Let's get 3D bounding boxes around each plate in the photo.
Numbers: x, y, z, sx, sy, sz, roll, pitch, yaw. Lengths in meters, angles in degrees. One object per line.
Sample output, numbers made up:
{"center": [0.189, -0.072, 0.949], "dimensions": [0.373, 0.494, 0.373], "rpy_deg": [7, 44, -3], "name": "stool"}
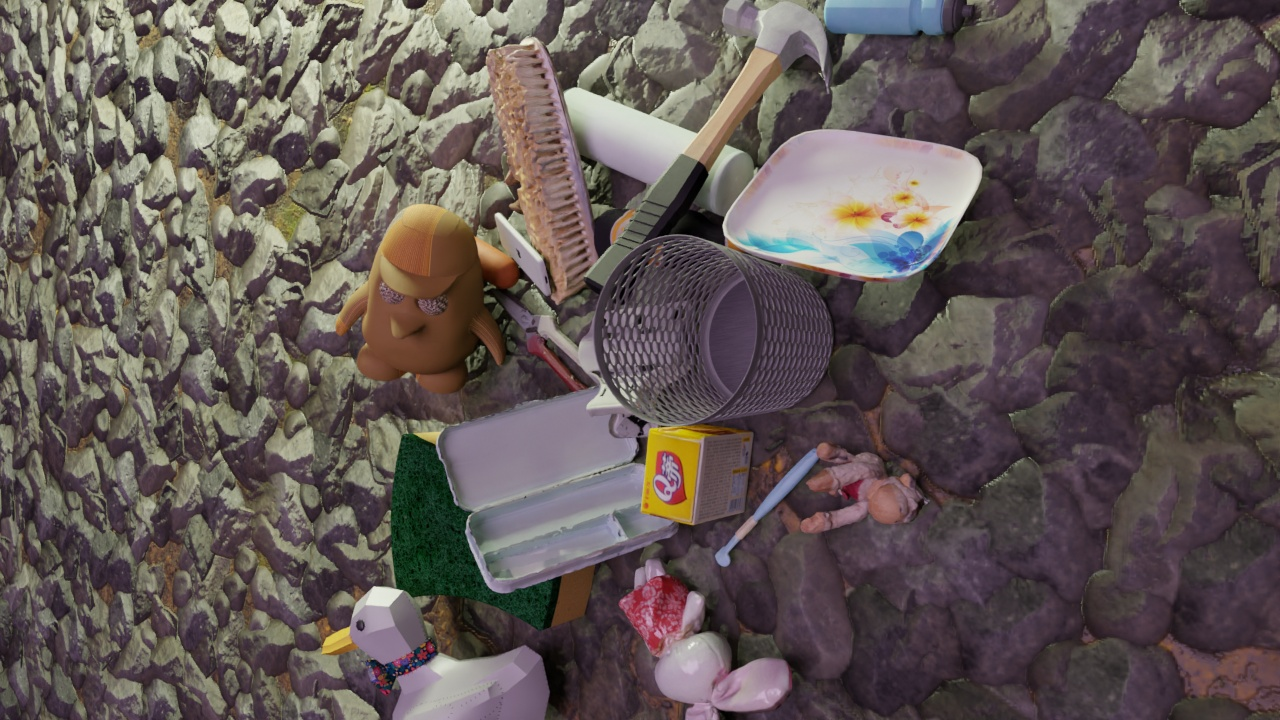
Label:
{"center": [0.181, -0.134, 0.786], "dimensions": [0.187, 0.186, 0.016], "rpy_deg": [17, 143, 29], "name": "plate"}

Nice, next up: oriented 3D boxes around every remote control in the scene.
{"center": [-0.132, -0.120, 1.023], "dimensions": [0.146, 0.008, 0.045], "rpy_deg": [47, 153, 49], "name": "remote control"}

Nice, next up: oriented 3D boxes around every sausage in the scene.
{"center": [-0.208, -0.130, 1.096], "dimensions": [0.164, 0.044, 0.039], "rpy_deg": [29, 69, 30], "name": "sausage"}

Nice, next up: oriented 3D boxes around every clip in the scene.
{"center": [-0.006, 0.006, 0.944], "dimensions": [0.125, 0.074, 0.143], "rpy_deg": [-8, 59, 31], "name": "clip"}

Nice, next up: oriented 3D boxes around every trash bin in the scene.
{"center": [0.075, -0.022, 0.823], "dimensions": [0.157, 0.183, 0.156], "rpy_deg": [-1, 88, 34], "name": "trash bin"}

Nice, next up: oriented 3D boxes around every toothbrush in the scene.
{"center": [0.123, 0.142, 0.889], "dimensions": [0.155, 0.016, 0.022], "rpy_deg": [-52, 31, 20], "name": "toothbrush"}

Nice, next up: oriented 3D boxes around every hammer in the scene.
{"center": [0.058, -0.194, 0.851], "dimensions": [0.131, 0.039, 0.328], "rpy_deg": [31, 82, 29], "name": "hammer"}

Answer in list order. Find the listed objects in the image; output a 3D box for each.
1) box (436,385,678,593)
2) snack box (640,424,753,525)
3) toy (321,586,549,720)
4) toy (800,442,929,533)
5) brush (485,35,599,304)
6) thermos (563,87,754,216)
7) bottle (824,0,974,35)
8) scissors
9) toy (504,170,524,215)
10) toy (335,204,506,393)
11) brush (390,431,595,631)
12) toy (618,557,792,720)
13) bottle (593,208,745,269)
{"center": [-0.084, 0.125, 0.924], "dimensions": [0.192, 0.209, 0.061], "rpy_deg": [58, 150, 29], "name": "box"}
{"center": [0.055, 0.107, 0.880], "dimensions": [0.061, 0.105, 0.083], "rpy_deg": [8, 93, 33], "name": "snack box"}
{"center": [-0.215, 0.366, 1.016], "dimensions": [0.247, 0.140, 0.267], "rpy_deg": [-19, 94, 16], "name": "toy"}
{"center": [0.200, 0.122, 0.813], "dimensions": [0.106, 0.074, 0.085], "rpy_deg": [10, 127, 13], "name": "toy"}
{"center": [-0.098, -0.195, 0.960], "dimensions": [0.083, 0.056, 0.271], "rpy_deg": [23, 130, 58], "name": "brush"}
{"center": [0.007, -0.217, 0.943], "dimensions": [0.230, 0.067, 0.068], "rpy_deg": [30, 105, 31], "name": "thermos"}
{"center": [0.230, -0.310, 0.813], "dimensions": [0.130, 0.040, 0.040], "rpy_deg": [15, 97, 33], "name": "bottle"}
{"center": [-0.113, -0.022, 1.049], "dimensions": [0.188, 0.015, 0.146], "rpy_deg": [5, 93, 35], "name": "scissors"}
{"center": [-0.131, -0.223, 1.050], "dimensions": [0.055, 0.041, 0.102], "rpy_deg": [32, 99, 7], "name": "toy"}
{"center": [-0.241, -0.073, 1.023], "dimensions": [0.198, 0.162, 0.204], "rpy_deg": [12, 127, -5], "name": "toy"}
{"center": [-0.171, 0.185, 1.045], "dimensions": [0.251, 0.075, 0.195], "rpy_deg": [1, 89, 33], "name": "brush"}
{"center": [0.047, 0.283, 0.897], "dimensions": [0.194, 0.084, 0.159], "rpy_deg": [53, 123, 30], "name": "toy"}
{"center": [0.042, -0.122, 0.922], "dimensions": [0.182, 0.059, 0.059], "rpy_deg": [7, 93, 33], "name": "bottle"}
